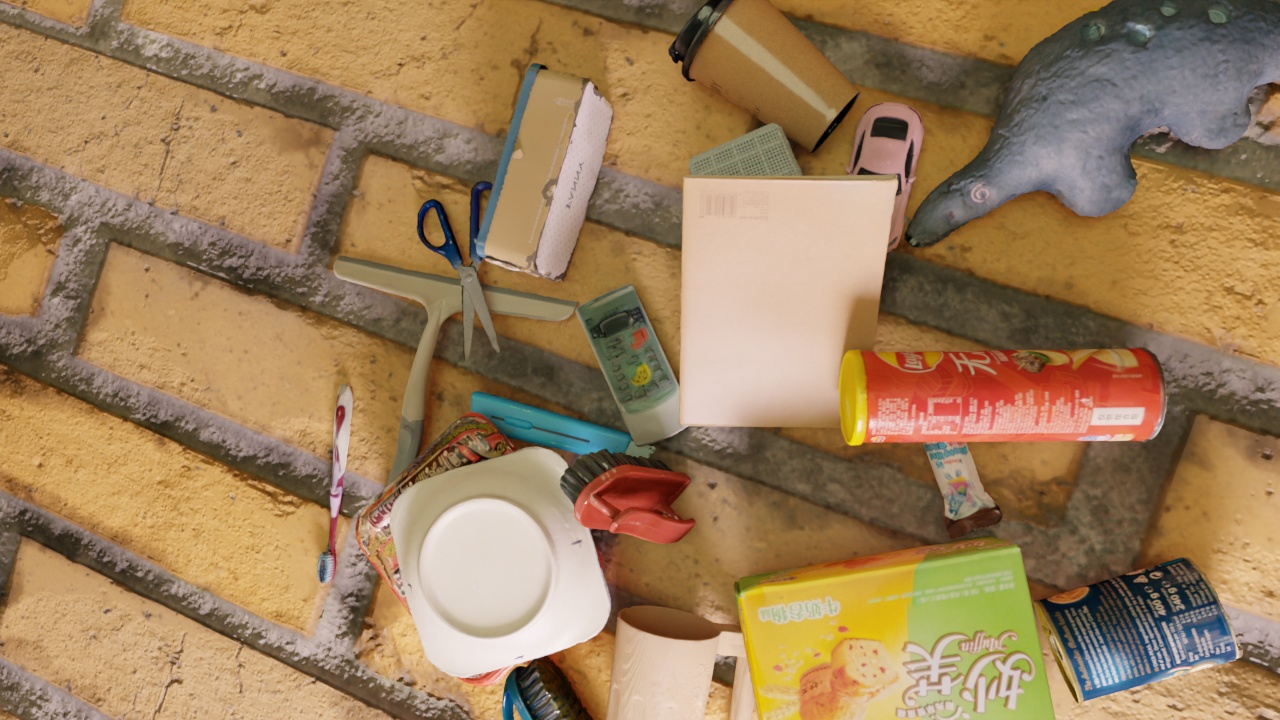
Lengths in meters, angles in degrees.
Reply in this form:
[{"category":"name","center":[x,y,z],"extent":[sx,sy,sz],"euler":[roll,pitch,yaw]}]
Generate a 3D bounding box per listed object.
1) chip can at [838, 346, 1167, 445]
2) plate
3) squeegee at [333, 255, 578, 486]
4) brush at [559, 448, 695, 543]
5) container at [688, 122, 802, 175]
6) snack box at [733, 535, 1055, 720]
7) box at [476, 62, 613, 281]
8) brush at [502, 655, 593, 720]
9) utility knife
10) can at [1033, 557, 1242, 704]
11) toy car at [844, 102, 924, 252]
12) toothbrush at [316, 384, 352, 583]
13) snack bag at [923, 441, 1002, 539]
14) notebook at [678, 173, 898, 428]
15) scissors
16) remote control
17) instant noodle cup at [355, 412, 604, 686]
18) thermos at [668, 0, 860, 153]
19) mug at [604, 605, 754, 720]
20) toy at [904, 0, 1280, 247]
[{"category":"chip can","center":[0.259,0.026,0.672],"extent":[0.217,0.073,0.073],"euler":[-1,87,5]},{"category":"plate","center":[-0.117,0.161,0.725],"extent":[0.164,0.034,0.164],"euler":[-19,84,8]},{"category":"squeegee","center":[-0.202,0.042,0.829],"extent":[0.247,0.039,0.246],"euler":[12,91,15]},{"category":"brush","center":[-0.006,0.111,0.718],"extent":[0.069,0.145,0.063],"euler":[44,99,26]},{"category":"container","center":[0.096,-0.117,0.733],"extent":[0.090,0.090,0.111],"euler":[-20,80,13]},{"category":"snack box","center":[0.187,0.226,0.686],"extent":[0.210,0.070,0.157],"euler":[-11,85,5]},{"category":"box","center":[-0.077,-0.162,0.781],"extent":[0.059,0.089,0.184],"euler":[15,89,16]},{"category":"brush","center":[-0.071,0.324,0.772],"extent":[0.073,0.055,0.144],"euler":[-38,79,10]},{"category":"utility knife","center":[-0.069,0.062,0.795],"extent":[0.166,0.018,0.034],"euler":[14,93,5]},{"category":"can","center":[0.352,0.192,0.656],"extent":[0.111,0.075,0.075],"euler":[-22,82,12]},{"category":"toy car","center":[0.192,-0.146,0.736],"extent":[0.056,0.037,0.122],"euler":[12,91,17]},{"category":"toothbrush","center":[-0.287,0.115,0.859],"extent":[0.016,0.017,0.187],"euler":[5,89,14]},{"category":"snack bag","center":[0.244,0.083,0.715],"extent":[0.045,0.026,0.105],"euler":[-18,82,-3]},{"category":"notebook","center":[0.104,-0.038,0.692],"extent":[0.149,0.012,0.212],"euler":[1,120,2]},{"category":"scissors","center":[-0.162,-0.082,0.823],"extent":[0.147,0.012,0.169],"euler":[17,81,22]},{"category":"remote control","center":[-0.005,0.005,0.783],"extent":[0.056,0.019,0.135],"euler":[-24,81,0]},{"category":"instant noodle cup","center":[-0.131,0.159,0.784],"extent":[0.165,0.079,0.189],"euler":[-42,78,9]},{"category":"thermos","center":[0.102,-0.235,0.741],"extent":[0.143,0.093,0.093],"euler":[41,97,5]},{"category":"mug","center":[0.035,0.263,0.742],"extent":[0.124,0.084,0.103],"euler":[9,91,-11]},{"category":"toy","center":[0.355,-0.192,0.675],"extent":[0.357,0.091,0.138],"euler":[-24,109,14]}]
